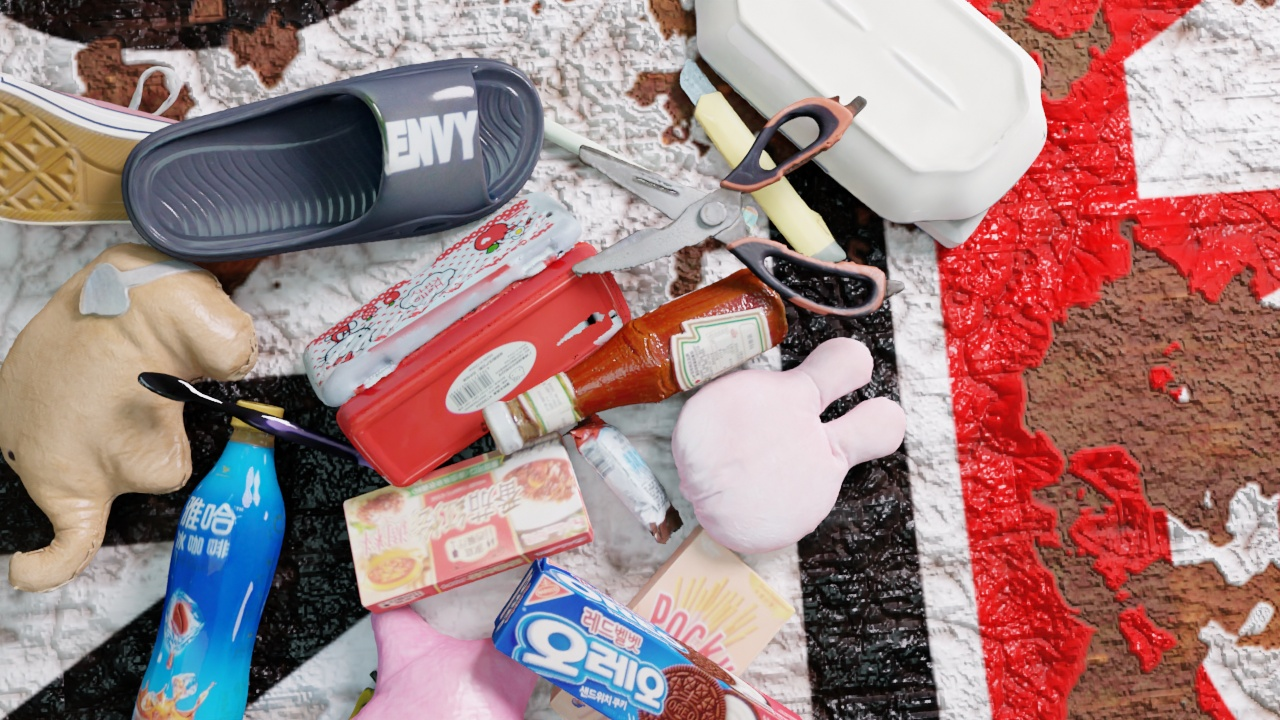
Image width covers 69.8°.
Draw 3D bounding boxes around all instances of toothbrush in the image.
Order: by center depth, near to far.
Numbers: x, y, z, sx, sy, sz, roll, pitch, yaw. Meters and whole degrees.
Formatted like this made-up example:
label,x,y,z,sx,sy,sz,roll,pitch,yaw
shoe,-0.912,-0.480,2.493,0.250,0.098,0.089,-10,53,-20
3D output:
label,x,y,z,sx,sy,sz,roll,pitch,yaw
toothbrush,-0.224,0.046,0.589,0.189,0.017,0.014,26,66,-28
toothbrush,-0.005,-0.135,0.642,0.189,0.029,0.020,26,126,1

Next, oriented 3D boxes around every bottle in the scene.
label,x,y,z,sx,sy,sz,roll,pitch,yaw
bottle,-0.269,0.135,0.594,0.065,0.065,0.218,12,85,-1
bottle,-0.004,0.004,0.602,0.206,0.060,0.060,-25,87,-10

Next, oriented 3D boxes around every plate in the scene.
label,x,y,z,sx,sy,sz,roll,pitch,yaw
plate,0.159,-0.212,0.627,0.162,0.034,0.265,-44,82,-7

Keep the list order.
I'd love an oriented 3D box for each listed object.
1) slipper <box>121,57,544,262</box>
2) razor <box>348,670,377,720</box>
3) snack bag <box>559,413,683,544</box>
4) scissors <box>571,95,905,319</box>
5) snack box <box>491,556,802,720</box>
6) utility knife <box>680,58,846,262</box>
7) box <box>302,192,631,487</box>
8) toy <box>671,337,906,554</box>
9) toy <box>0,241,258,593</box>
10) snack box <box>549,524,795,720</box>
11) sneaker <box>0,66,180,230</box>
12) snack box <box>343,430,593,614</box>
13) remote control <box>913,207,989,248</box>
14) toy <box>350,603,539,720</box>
label,x,y,z,sx,sy,sz,roll,pitch,yaw
slipper,-0.181,-0.120,0.575,0.267,0.083,0.111,-17,110,-16
razor,-0.213,0.265,0.608,0.132,0.028,0.043,-40,92,-2
snack bag,-0.009,0.077,0.618,0.026,0.045,0.105,-42,87,23
scissors,0.066,-0.090,0.584,0.225,0.015,0.189,-32,88,-5
snack box,0.008,0.202,0.572,0.207,0.057,0.058,33,86,-3
utility knife,0.082,-0.137,0.643,0.031,0.019,0.178,-37,94,-8
box,-0.116,-0.017,0.619,0.201,0.100,0.095,-35,131,-8
toy,0.099,0.055,0.615,0.159,0.054,0.121,-28,89,-8
toy,-0.348,0.032,0.590,0.143,0.082,0.226,30,89,12
snack box,0.021,0.196,0.617,0.084,0.026,0.157,42,87,1
sneaker,-0.357,-0.136,0.598,0.240,0.088,0.118,7,110,-21
snack box,-0.114,0.106,0.607,0.153,0.025,0.075,-18,64,-3
remote control,0.186,-0.132,0.644,0.125,0.024,0.049,36,82,2
toy,-0.133,0.234,0.570,0.178,0.075,0.194,-10,54,-14
